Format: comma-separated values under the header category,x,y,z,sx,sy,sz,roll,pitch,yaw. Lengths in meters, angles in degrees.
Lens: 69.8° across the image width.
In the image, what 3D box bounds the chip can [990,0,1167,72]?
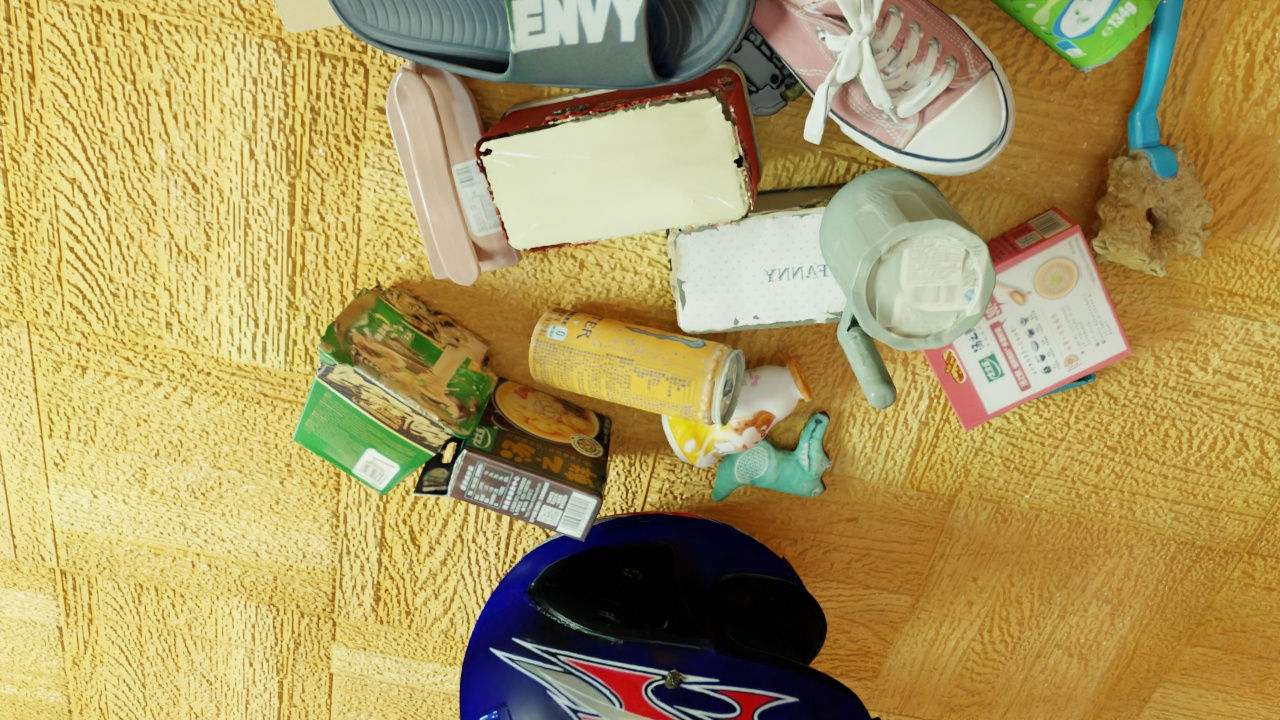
category,x,y,z,sx,sy,sz,roll,pitch,yaw
chip can,0.185,-0.250,0.500,0.236,0.072,0.072,26,116,-21

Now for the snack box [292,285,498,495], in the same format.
category,x,y,z,sx,sy,sz,roll,pitch,yaw
snack box,-0.183,0.028,0.665,0.118,0.117,0.106,34,118,-12

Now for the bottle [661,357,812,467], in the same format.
category,x,y,z,sx,sy,sz,roll,pitch,yaw
bottle,0.072,0.035,0.684,0.108,0.063,0.063,-26,113,15

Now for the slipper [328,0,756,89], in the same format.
category,x,y,z,sx,sy,sz,roll,pitch,yaw
slipper,-0.071,-0.193,0.506,0.268,0.083,0.111,10,137,17

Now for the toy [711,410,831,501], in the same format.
category,x,y,z,sx,sy,sz,roll,pitch,yaw
toy,0.110,0.078,0.726,0.092,0.030,0.097,14,110,-10

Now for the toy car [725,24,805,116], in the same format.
category,x,y,z,sx,sy,sz,roll,pitch,yaw
toy car,0.105,-0.220,0.561,0.070,0.042,0.158,41,110,-17

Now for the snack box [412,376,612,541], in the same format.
category,x,y,z,sx,sy,sz,roll,pitch,yaw
snack box,-0.089,0.069,0.681,0.125,0.113,0.053,21,115,-9

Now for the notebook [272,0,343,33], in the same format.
category,x,y,z,sx,sy,sz,roll,pitch,yaw
notebook,-0.139,-0.273,0.532,0.208,0.008,0.148,-7,140,6

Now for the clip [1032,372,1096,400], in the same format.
category,x,y,z,sx,sy,sz,roll,pitch,yaw
clip,0.313,0.014,0.690,0.056,0.014,0.043,-21,114,14

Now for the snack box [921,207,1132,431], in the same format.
category,x,y,z,sx,sy,sz,roll,pitch,yaw
snack box,0.263,-0.027,0.654,0.127,0.044,0.113,-28,114,15

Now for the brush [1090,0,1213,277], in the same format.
category,x,y,z,sx,sy,sz,roll,pitch,yaw
brush,0.327,-0.170,0.577,0.083,0.046,0.255,-12,113,-8

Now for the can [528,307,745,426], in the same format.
category,x,y,z,sx,sy,sz,roll,pitch,yaw
can,-0.004,0.004,0.649,0.146,0.058,0.058,13,119,19

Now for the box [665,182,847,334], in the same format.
category,x,y,z,sx,sy,sz,roll,pitch,yaw
box,0.097,-0.070,0.633,0.184,0.059,0.090,-2,116,6

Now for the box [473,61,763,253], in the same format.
category,x,y,z,sx,sy,sz,roll,pitch,yaw
box,-0.013,-0.120,0.578,0.168,0.080,0.091,-6,121,20

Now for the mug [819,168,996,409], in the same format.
category,x,y,z,sx,sy,sz,roll,pitch,yaw
mug,0.152,-0.044,0.554,0.083,0.103,0.124,10,115,-3

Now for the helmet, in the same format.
category,x,y,z,sx,sy,sz,roll,pitch,yaw
helmet,0.027,0.235,0.686,0.316,0.239,0.248,-1,136,12

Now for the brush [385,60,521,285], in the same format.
category,x,y,z,sx,sy,sz,roll,pitch,yaw
brush,-0.126,-0.125,0.605,0.063,0.073,0.146,-9,115,8

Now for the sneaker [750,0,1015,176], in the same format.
category,x,y,z,sx,sy,sz,roll,pitch,yaw
sneaker,0.119,-0.182,0.508,0.241,0.087,0.118,38,113,-15
